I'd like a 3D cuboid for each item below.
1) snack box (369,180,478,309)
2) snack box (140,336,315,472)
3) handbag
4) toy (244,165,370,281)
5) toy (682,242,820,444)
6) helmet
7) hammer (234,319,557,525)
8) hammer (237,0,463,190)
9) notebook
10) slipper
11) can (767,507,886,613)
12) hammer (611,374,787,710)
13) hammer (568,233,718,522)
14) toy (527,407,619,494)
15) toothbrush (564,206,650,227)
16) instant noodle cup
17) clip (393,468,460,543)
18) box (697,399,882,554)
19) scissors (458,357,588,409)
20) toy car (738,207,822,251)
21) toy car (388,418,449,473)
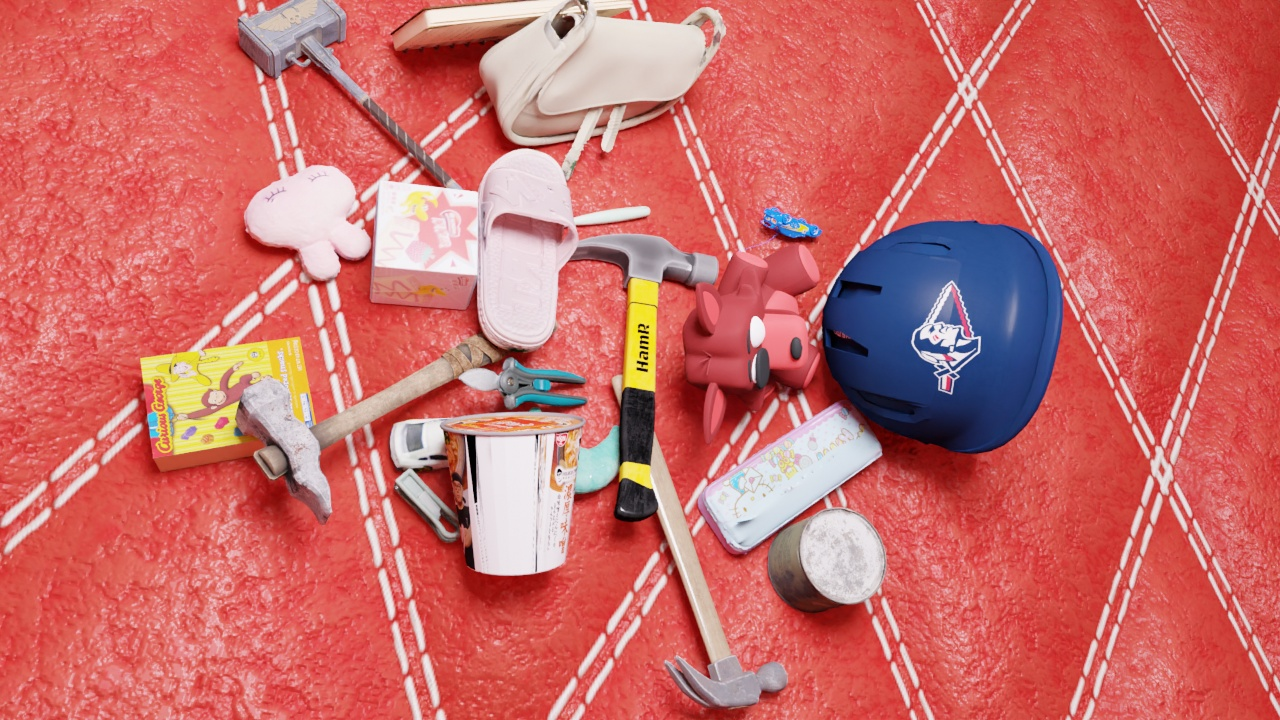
[{"bbox_3d":[-0.207,-0.109,0.880,0.094,0.080,0.093,5,66,-18],"label":"snack box"},{"bbox_3d":[-0.351,0.036,0.789,0.125,0.040,0.088,-10,71,-22],"label":"snack box"},{"bbox_3d":[-0.033,-0.293,0.974,0.228,0.185,0.132,-16,79,-41],"label":"handbag"},{"bbox_3d":[-0.310,-0.130,0.874,0.108,0.053,0.105,-41,100,-30],"label":"toy"},{"bbox_3d":[0.109,-0.024,0.902,0.121,0.158,0.196,8,21,27],"label":"toy"},{"bbox_3d":[0.301,-0.028,0.915,0.222,0.272,0.232,7,97,-25],"label":"helmet"},{"bbox_3d":[-0.194,0.020,0.820,0.317,0.049,0.121,-33,81,-41],"label":"hammer"},{"bbox_3d":[-0.264,-0.249,0.943,0.322,0.044,0.098,45,61,3],"label":"hammer"},{"bbox_3d":[-0.139,-0.359,0.974,0.225,0.167,0.024,-15,105,-24],"label":"notebook"},{"bbox_3d":[-0.110,-0.123,0.893,0.094,0.065,0.238,15,57,-23],"label":"slipper"},{"bbox_3d":[0.178,0.193,0.883,0.089,0.075,0.089,6,67,-16],"label":"can"},{"bbox_3d":[0.037,0.160,0.861,0.119,0.031,0.330,1,63,-42],"label":"hammer"},{"bbox_3d":[-0.005,0.005,0.906,0.169,0.034,0.323,11,57,-13],"label":"hammer"},{"bbox_3d":[-0.064,0.089,0.872,0.105,0.033,0.084,14,49,-16],"label":"toy"},{"bbox_3d":[-0.060,-0.152,0.986,0.154,0.015,0.022,-11,40,-22],"label":"toothbrush"},{"bbox_3d":[-0.108,0.112,0.788,0.123,0.124,0.122,-2,95,-20],"label":"instant noodle cup"},{"bbox_3d":[-0.187,0.130,0.813,0.076,0.044,0.023,44,62,4],"label":"clip"},{"bbox_3d":[0.155,0.115,0.933,0.213,0.033,0.076,-29,79,-27],"label":"box"},{"bbox_3d":[-0.105,0.030,0.858,0.136,0.019,0.138,-47,115,-42],"label":"scissors"},{"bbox_3d":[0.159,-0.140,1.055,0.092,0.062,0.033,15,17,-31],"label":"toy car"},{"bbox_3d":[-0.175,0.074,0.839,0.105,0.033,0.048,-2,67,-21],"label":"toy car"}]
